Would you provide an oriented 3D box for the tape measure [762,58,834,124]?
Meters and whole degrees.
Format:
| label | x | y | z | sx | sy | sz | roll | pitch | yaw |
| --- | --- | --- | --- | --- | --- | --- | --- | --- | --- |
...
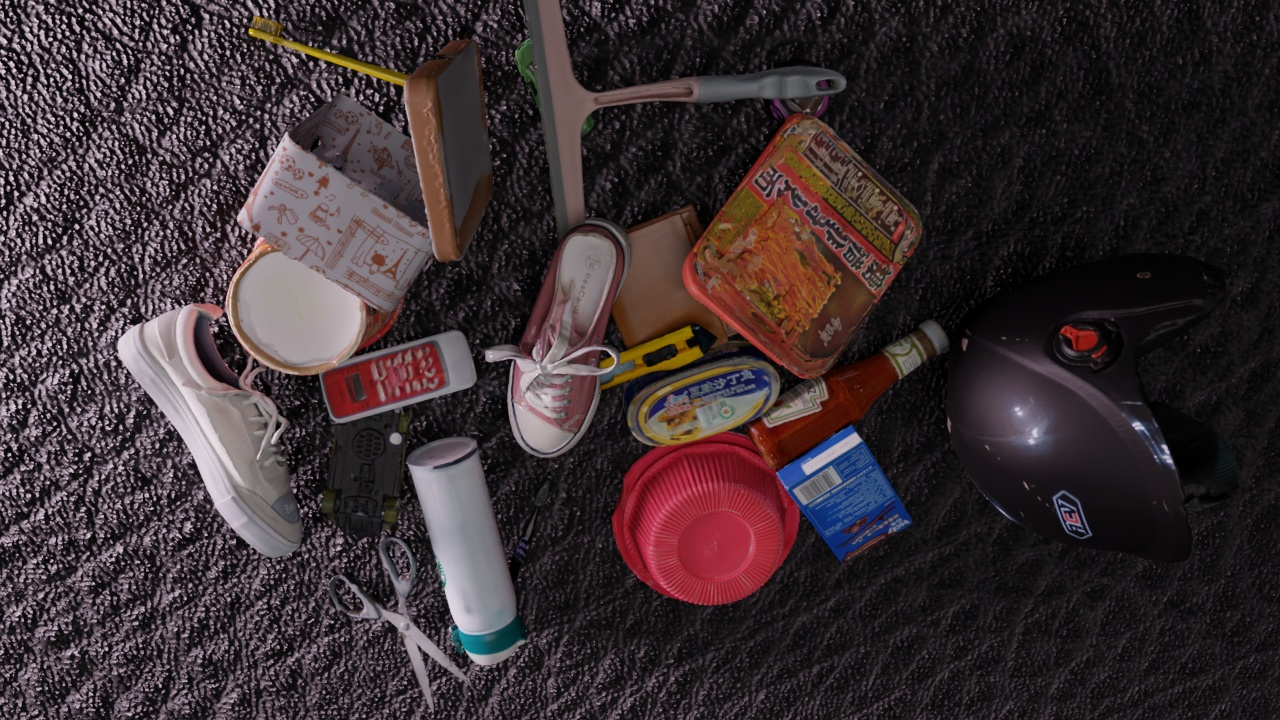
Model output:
| label | x | y | z | sx | sy | sz | roll | pitch | yaw |
| --- | --- | --- | --- | --- | --- | --- | --- | --- | --- |
| tape measure | 0.135 | -0.229 | 0.788 | 0.058 | 0.039 | 0.057 | 28 | 104 | -13 |

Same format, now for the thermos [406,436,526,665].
| label | x | y | z | sx | sy | sz | roll | pitch | yaw |
| --- | --- | --- | --- | --- | --- | --- | --- | --- | --- |
| thermos | -0.167 | 0.189 | 0.887 | 0.073 | 0.073 | 0.224 | -11 | 108 | -1 |

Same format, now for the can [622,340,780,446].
| label | x | y | z | sx | sy | sz | roll | pitch | yaw |
| --- | --- | --- | --- | --- | --- | --- | --- | --- | --- |
| can | 0.056 | 0.032 | 0.865 | 0.148 | 0.049 | 0.075 | -18 | 109 | 2 |

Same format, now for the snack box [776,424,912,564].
| label | x | y | z | sx | sy | sz | roll | pitch | yaw |
| --- | --- | --- | --- | --- | --- | --- | --- | --- | --- |
| snack box | 0.202 | 0.135 | 0.896 | 0.084 | 0.026 | 0.157 | -33 | 130 | 6 |

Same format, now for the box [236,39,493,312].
| label | x | y | z | sx | sy | sz | roll | pitch | yaw |
| --- | --- | --- | --- | --- | --- | --- | --- | --- | --- |
| box | -0.176 | -0.159 | 0.701 | 0.153 | 0.182 | 0.181 | 31 | 111 | -17 |

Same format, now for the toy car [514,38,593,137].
| label | x | y | z | sx | sy | sz | roll | pitch | yaw |
| --- | --- | --- | --- | --- | --- | --- | --- | --- | --- |
| toy car | -0.072 | -0.229 | 0.774 | 0.043 | 0.036 | 0.091 | -25 | 105 | 5 |

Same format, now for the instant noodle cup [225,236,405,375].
| label | x | y | z | sx | sy | sz | roll | pitch | yaw |
| --- | --- | --- | --- | --- | --- | --- | --- | --- | --- |
| instant noodle cup | -0.277 | -0.053 | 0.777 | 0.138 | 0.108 | 0.138 | -1 | 109 | -4 |

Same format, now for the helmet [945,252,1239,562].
| label | x | y | z | sx | sy | sz | roll | pitch | yaw |
| --- | --- | --- | --- | --- | --- | --- | --- | --- | --- |
| helmet | 0.381 | 0.045 | 0.786 | 0.231 | 0.273 | 0.233 | -11 | 125 | 28 |

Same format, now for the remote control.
| label | x | y | z | sx | sy | sz | roll | pitch | yaw |
| --- | --- | --- | --- | --- | --- | --- | --- | --- | --- |
| remote control | -0.219 | 0.014 | 0.834 | 0.136 | 0.020 | 0.056 | -15 | 85 | -8 |

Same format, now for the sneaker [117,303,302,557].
| label | x | y | z | sx | sy | sz | roll | pitch | yaw |
| --- | --- | --- | --- | --- | --- | --- | --- | --- | --- |
| sneaker | -0.357 | 0.059 | 0.825 | 0.091 | 0.089 | 0.242 | -28 | 102 | 0 |

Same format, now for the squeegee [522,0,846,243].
| label | x | y | z | sx | sy | sz | roll | pitch | yaw |
| --- | --- | --- | --- | --- | --- | --- | --- | --- | --- |
| squeegee | 0.041 | -0.219 | 0.751 | 0.249 | 0.040 | 0.248 | -5 | 122 | 2 |

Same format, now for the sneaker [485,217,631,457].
| label | x | y | z | sx | sy | sz | roll | pitch | yaw |
| --- | --- | --- | --- | --- | --- | --- | --- | --- | --- |
| sneaker | -0.072 | -0.006 | 0.799 | 0.118 | 0.087 | 0.242 | 24 | 119 | 7 |

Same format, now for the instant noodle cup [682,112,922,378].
| label | x | y | z | sx | sy | sz | roll | pitch | yaw |
| --- | --- | --- | --- | --- | --- | --- | --- | --- | --- |
| instant noodle cup | 0.134 | -0.094 | 0.797 | 0.164 | 0.079 | 0.188 | 39 | 81 | -15 |

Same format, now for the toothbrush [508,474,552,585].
| label | x | y | z | sx | sy | sz | roll | pitch | yaw |
| --- | --- | --- | --- | --- | --- | --- | --- | --- | --- |
| toothbrush | -0.122 | 0.197 | 0.924 | 0.014 | 0.016 | 0.189 | 20 | 107 | -5 |

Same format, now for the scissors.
| label | x | y | z | sx | sy | sz | roll | pitch | yaw |
| --- | --- | --- | --- | --- | --- | --- | --- | --- | --- |
| scissors | -0.236 | 0.255 | 0.903 | 0.159 | 0.014 | 0.175 | 7 | 89 | 11 |

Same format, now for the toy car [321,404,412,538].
| label | x | y | z | sx | sy | sz | roll | pitch | yaw |
| --- | --- | --- | --- | --- | --- | --- | --- | --- | --- |
| toy car | -0.253 | 0.089 | 0.861 | 0.070 | 0.042 | 0.158 | 10 | 97 | -7 |

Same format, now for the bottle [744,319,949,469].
| label | x | y | z | sx | sy | sz | roll | pitch | yaw |
| --- | --- | --- | --- | --- | --- | --- | --- | --- | --- |
| bottle | 0.197 | 0.028 | 0.872 | 0.206 | 0.059 | 0.060 | -32 | 108 | 1 |

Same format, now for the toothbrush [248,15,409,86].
| label | x | y | z | sx | sy | sz | roll | pitch | yaw |
| --- | --- | --- | --- | --- | --- | --- | --- | --- | --- |
| toothbrush | -0.228 | -0.247 | 0.765 | 0.190 | 0.015 | 0.016 | 16 | 100 | -10 |

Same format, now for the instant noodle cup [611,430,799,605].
| label | x | y | z | sx | sy | sz | roll | pitch | yaw |
| --- | --- | --- | --- | --- | --- | --- | --- | --- | --- |
| instant noodle cup | 0.069 | 0.169 | 0.904 | 0.194 | 0.065 | 0.194 | -1 | 109 | -3 |

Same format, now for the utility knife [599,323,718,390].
| label | x | y | z | sx | sy | sz | roll | pitch | yaw |
| --- | --- | --- | --- | --- | --- | --- | --- | --- | --- |
| utility knife | -0.005 | 0.005 | 0.844 | 0.165 | 0.015 | 0.033 | -22 | 107 | 24 |

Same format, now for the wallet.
| label | x | y | z | sx | sy | sz | roll | pitch | yaw |
| --- | --- | --- | --- | --- | --- | --- | --- | --- | --- |
| wallet | 0.028 | -0.065 | 0.837 | 0.119 | 0.035 | 0.131 | -21 | 110 | 3 |
